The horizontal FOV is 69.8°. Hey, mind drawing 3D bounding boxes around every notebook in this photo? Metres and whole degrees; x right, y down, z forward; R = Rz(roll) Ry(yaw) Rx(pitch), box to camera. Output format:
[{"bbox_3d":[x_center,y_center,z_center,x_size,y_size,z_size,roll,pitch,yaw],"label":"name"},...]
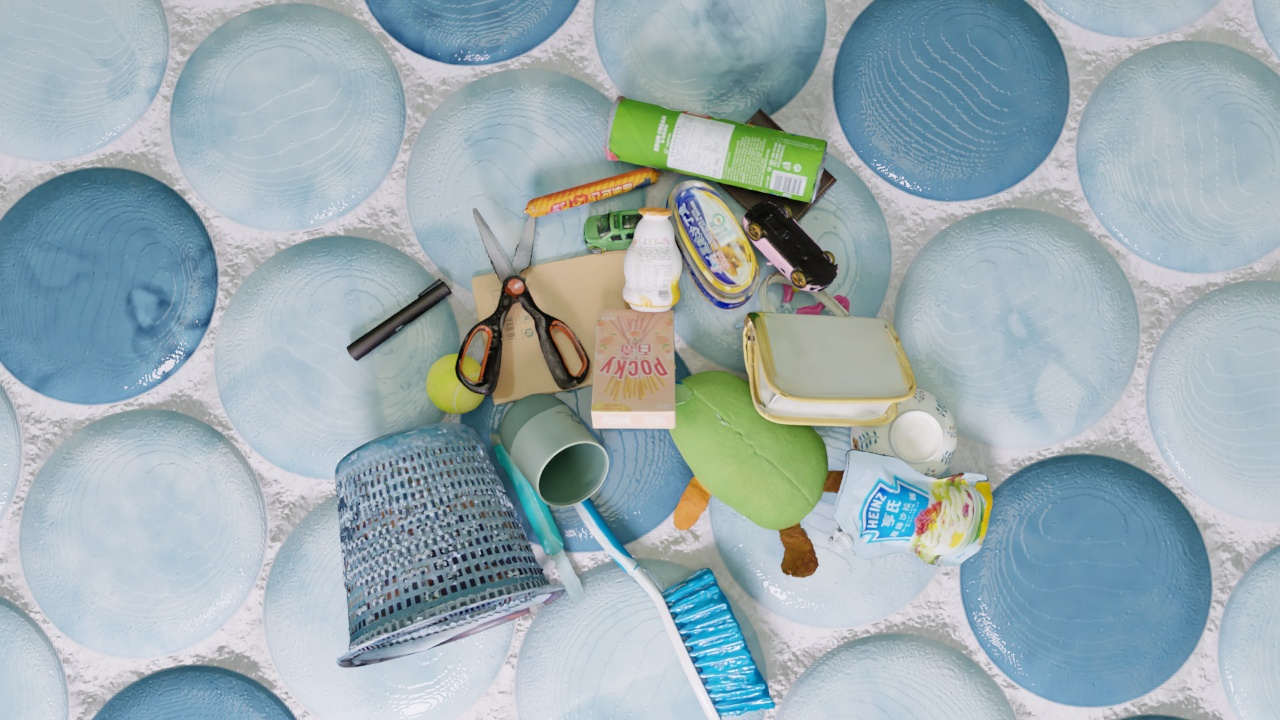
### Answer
[{"bbox_3d":[-0.076,-0.042,1.029,0.207,0.008,0.147,-11,85,-1],"label":"notebook"}]

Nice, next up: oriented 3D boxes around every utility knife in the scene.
[{"bbox_3d":[-0.112,0.171,1.008,0.029,0.013,0.209,-26,83,-4],"label":"utility knife"}]

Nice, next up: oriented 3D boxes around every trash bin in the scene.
[{"bbox_3d":[-0.210,0.177,0.924,0.226,0.227,0.195,-19,72,-1],"label":"trash bin"}]

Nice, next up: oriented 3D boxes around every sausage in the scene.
[{"bbox_3d":[-0.053,-0.189,1.028,0.165,0.021,0.021,-17,85,-7],"label":"sausage"}]

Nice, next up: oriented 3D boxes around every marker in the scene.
[{"bbox_3d":[-0.270,-0.046,1.025,0.132,0.020,0.022,-36,96,-3],"label":"marker"}]

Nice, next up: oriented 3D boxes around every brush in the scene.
[{"bbox_3d":[0.029,0.246,0.984,0.109,0.060,0.314,-26,83,2],"label":"brush"}]

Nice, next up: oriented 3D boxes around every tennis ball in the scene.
[{"bbox_3d":[-0.199,0.025,0.995,0.065,0.065,0.065,0,85,0],"label":"tennis ball"}]

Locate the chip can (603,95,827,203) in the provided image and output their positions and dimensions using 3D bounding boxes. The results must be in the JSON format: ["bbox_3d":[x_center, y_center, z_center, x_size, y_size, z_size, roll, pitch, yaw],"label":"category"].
[{"bbox_3d":[0.082,-0.229,1.000,0.236,0.072,0.072,14,85,8],"label":"chip can"}]

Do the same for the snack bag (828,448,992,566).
[{"bbox_3d":[0.280,0.158,0.954,0.190,0.039,0.110,11,105,-25],"label":"snack bag"}]

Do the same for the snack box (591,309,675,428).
[{"bbox_3d":[-0.006,0.006,0.959,0.084,0.026,0.157,0,43,1],"label":"snack box"}]

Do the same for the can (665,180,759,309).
[{"bbox_3d":[0.078,-0.127,1.014,0.074,0.049,0.148,-28,86,-2],"label":"can"}]

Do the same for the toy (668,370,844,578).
[{"bbox_3d":[0.123,0.101,0.975,0.247,0.090,0.226,43,78,8],"label":"toy"}]

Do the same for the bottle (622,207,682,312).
[{"bbox_3d":[0.014,-0.108,0.984,0.063,0.063,0.108,3,107,1],"label":"bottle"}]

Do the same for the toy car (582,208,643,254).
[{"bbox_3d":[-0.020,-0.146,1.020,0.091,0.036,0.043,-7,70,3],"label":"toy car"}]

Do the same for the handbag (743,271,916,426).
[{"bbox_3d":[0.188,-0.016,0.971,0.163,0.063,0.178,2,55,-14],"label":"handbag"}]

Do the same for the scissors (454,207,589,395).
[{"bbox_3d":[-0.138,-0.057,0.993,0.221,0.022,0.221,46,64,-4],"label":"scissors"}]

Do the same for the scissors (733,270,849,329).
[{"bbox_3d":[0.173,-0.055,1.026,0.128,0.017,0.133,20,90,-1],"label":"scissors"}]

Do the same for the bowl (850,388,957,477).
[{"bbox_3d":[0.289,0.083,0.989,0.113,0.062,0.113,0,86,1],"label":"bowl"}]

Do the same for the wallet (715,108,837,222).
[{"bbox_3d":[0.146,-0.210,1.037,0.122,0.020,0.096,44,88,6],"label":"wallet"}]

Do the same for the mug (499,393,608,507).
[{"bbox_3d":[-0.086,0.096,0.972,0.082,0.111,0.106,-49,44,1],"label":"mug"}]

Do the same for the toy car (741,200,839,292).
[{"bbox_3d":[0.161,-0.122,0.997,0.056,0.037,0.122,-35,75,-24],"label":"toy car"}]
